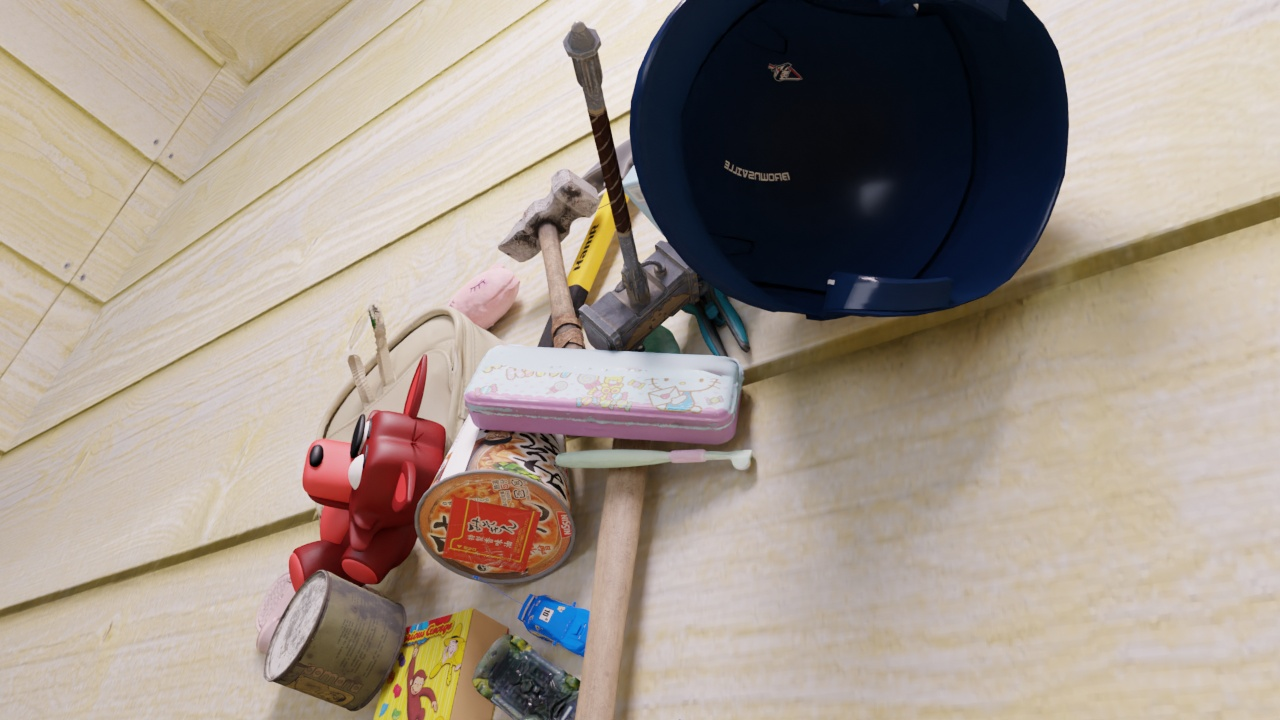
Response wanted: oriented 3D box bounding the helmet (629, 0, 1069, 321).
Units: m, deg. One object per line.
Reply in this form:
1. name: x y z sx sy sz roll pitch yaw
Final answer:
1. helmet: 0.112 -0.146 0.616 0.223 0.271 0.232 22 105 59

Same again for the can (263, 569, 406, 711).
1. can: -0.242 0.223 0.731 0.090 0.074 0.089 -39 31 30

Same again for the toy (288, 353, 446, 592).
1. toy: -0.234 0.109 0.801 0.198 0.120 0.158 -52 29 39

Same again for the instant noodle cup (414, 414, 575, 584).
1. instant noodle cup: -0.110 0.095 0.753 0.124 0.123 0.121 -31 29 22

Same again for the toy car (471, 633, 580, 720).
1. toy car: -0.073 0.232 0.641 0.105 0.033 0.048 19 66 43

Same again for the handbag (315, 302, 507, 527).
1. handbag: -0.254 0.053 0.935 0.230 0.132 0.183 -31 46 25

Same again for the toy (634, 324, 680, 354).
1. toy: -0.005 0.005 0.795 0.105 0.033 0.085 0 67 45

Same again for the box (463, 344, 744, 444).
1. box: -0.028 0.023 0.710 0.214 0.033 0.076 3 43 13

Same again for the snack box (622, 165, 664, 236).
1. snack box: 0.055 -0.161 0.779 0.093 0.079 0.094 -2 50 52

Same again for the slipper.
1. slipper: -0.317 0.240 0.868 0.240 0.064 0.094 1 57 48

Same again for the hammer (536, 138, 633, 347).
1. hammer: -0.058 -0.096 0.939 0.170 0.034 0.323 -10 52 52

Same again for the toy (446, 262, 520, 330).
1. toy: -0.180 -0.071 1.037 0.108 0.053 0.105 -39 21 14

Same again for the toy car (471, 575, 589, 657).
1. toy car: -0.077 0.182 0.672 0.092 0.062 0.033 3 59 48

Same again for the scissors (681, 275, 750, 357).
1. scissors: 0.055 -0.042 0.785 0.136 0.019 0.137 8 63 48

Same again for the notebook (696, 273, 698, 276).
1. notebook: 0.119 -0.169 0.821 0.226 0.024 0.167 -32 30 21

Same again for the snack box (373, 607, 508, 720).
1. snack box: -0.156 0.263 0.696 0.088 0.040 0.125 -23 42 30

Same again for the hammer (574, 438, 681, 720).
1. hammer: -0.019 0.151 0.650 0.119 0.031 0.330 -6 45 15

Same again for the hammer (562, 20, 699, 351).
1. hammer: -0.015 -0.108 0.641 0.098 0.322 0.044 -41 65 -14

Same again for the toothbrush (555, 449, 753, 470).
1. toothbrush: 0.007 0.074 0.684 0.155 0.015 0.022 -2 22 20

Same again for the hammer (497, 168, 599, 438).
1. hammer: -0.075 -0.053 0.858 0.122 0.049 0.318 -42 39 25
